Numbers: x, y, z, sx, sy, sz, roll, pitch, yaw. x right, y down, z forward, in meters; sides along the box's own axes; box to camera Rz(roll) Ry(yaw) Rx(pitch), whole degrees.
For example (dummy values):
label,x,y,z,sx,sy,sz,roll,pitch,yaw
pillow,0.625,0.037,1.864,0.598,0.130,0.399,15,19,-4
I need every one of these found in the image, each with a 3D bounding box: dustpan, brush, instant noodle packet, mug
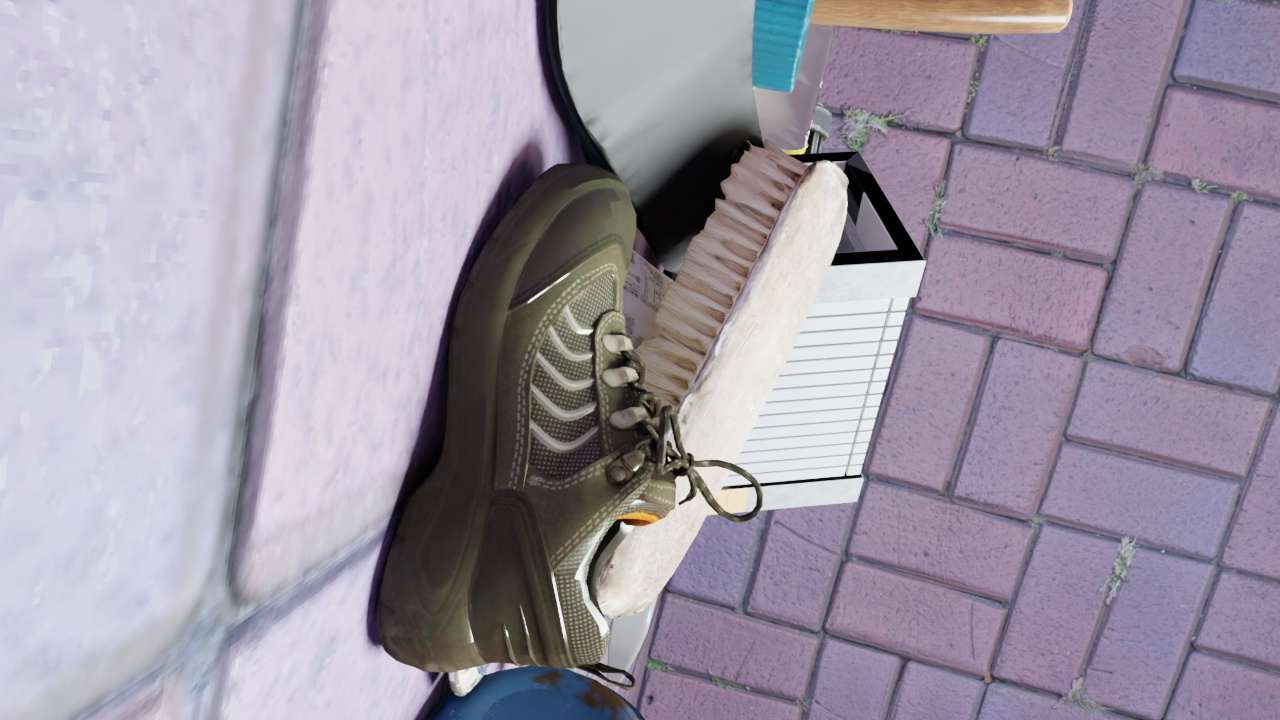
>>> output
label,x,y,z,sx,sy,sz,roll,pitch,yaw
dustpan,0.004,0.173,0.797,0.258,0.033,0.162,108,0,-53
brush,0.034,0.007,0.495,0.271,0.057,0.083,-63,150,-5
instant noodle packet,0.003,-0.015,0.529,0.134,0.026,0.087,30,63,-55
mug,0.056,-0.214,0.617,0.083,0.107,0.114,-61,163,-70

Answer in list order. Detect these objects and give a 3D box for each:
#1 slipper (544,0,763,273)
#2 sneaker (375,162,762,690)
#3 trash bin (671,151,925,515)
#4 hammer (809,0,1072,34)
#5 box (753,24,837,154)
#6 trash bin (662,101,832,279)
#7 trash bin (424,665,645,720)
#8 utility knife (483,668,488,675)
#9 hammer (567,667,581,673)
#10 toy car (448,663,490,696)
label,x,y,z,sx,sy,sz,roll,pitch,yaw
slipper,0.002,-0.152,0.483,0.109,0.083,0.266,-35,149,-6
sneaker,-0.012,0.028,0.400,0.101,0.143,0.237,72,32,-75
trash bin,0.102,-0.016,0.721,0.142,0.142,0.247,-101,-171,-47
hammer,0.188,-0.289,0.729,0.037,0.301,0.157,91,3,-60
box,0.102,-0.264,0.809,0.034,0.129,0.209,114,-4,-52
trash bin,0.097,-0.137,0.889,0.164,0.164,0.227,-27,127,-80
trash bin,-0.068,0.304,0.514,0.139,0.139,0.250,-58,158,-68
utility knife,-0.098,0.189,0.551,0.022,0.015,0.116,42,64,-78
hammer,-0.024,0.187,0.778,0.330,0.031,0.119,-38,141,-75
toy car,-0.076,0.127,0.501,0.049,0.040,0.112,93,13,-50
